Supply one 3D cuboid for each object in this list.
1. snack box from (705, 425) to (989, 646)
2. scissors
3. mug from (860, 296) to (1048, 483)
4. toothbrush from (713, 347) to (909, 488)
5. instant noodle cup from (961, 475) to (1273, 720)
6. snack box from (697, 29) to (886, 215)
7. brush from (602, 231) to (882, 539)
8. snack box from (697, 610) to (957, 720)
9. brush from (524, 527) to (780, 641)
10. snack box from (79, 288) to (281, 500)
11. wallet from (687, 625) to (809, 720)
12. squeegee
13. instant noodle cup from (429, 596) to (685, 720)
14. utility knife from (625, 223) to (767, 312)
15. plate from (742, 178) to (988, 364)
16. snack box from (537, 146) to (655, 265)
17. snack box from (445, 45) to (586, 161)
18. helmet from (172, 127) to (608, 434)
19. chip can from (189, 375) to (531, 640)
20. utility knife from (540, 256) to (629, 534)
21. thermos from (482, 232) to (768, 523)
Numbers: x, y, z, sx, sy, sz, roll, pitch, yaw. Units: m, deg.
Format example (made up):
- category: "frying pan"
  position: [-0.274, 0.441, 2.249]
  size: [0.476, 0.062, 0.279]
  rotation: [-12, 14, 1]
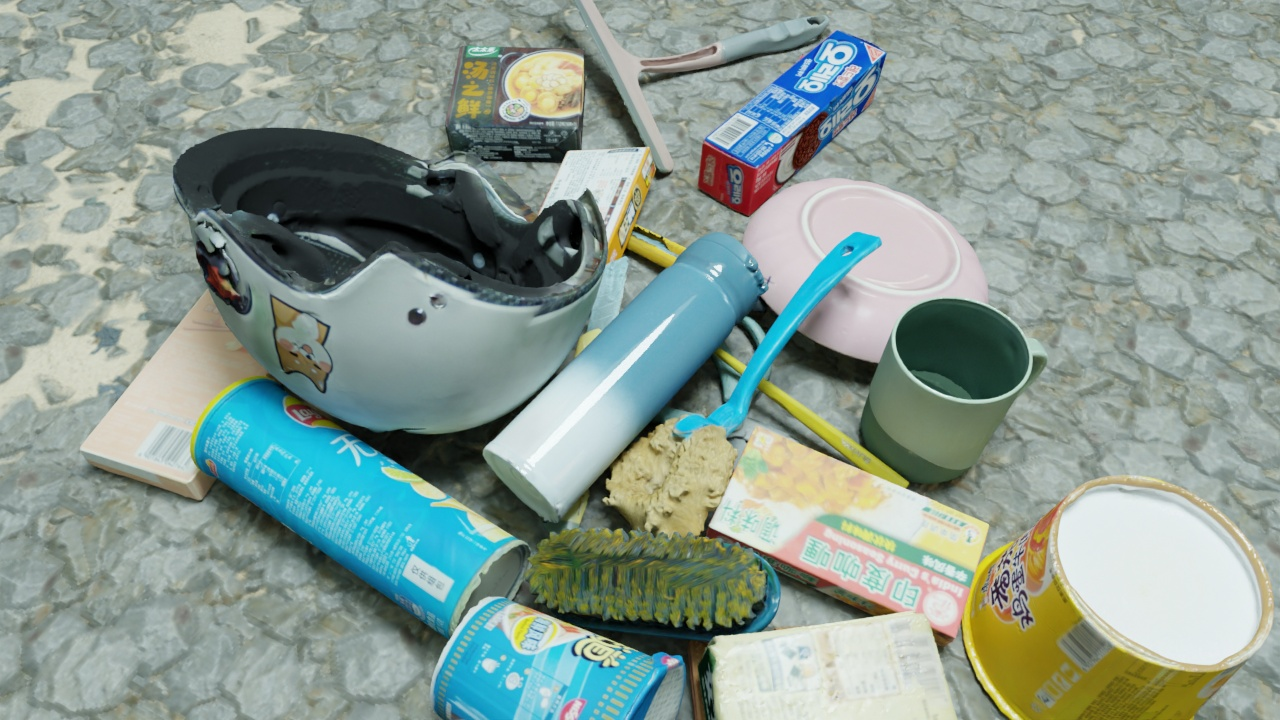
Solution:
- category: "snack box"
  position: [0.127, 0.106, 0.567]
  size: [0.156, 0.027, 0.076]
  rotation: [23, 63, 12]
- category: "scissors"
  position: [0.026, 0.025, 0.640]
  size: [0.181, 0.019, 0.170]
  rotation: [-8, 55, -9]
- category: "mug"
  position: [0.204, 0.020, 0.591]
  size: [0.111, 0.106, 0.082]
  rotation: [-13, 54, -11]
- category: "toothbrush"
  position: [0.096, 0.031, 0.619]
  size: [0.190, 0.016, 0.016]
  rotation: [37, 62, 17]
- category: "instant noodle cup"
  position: [0.261, 0.135, 0.505]
  size: [0.138, 0.110, 0.137]
  rotation: [1, 52, -1]
- category: "snack box"
  position: [0.134, -0.211, 0.793]
  size: [0.057, 0.058, 0.207]
  rotation: [34, 60, 22]
- category: "brush"
  position: [0.067, 0.013, 0.580]
  size: [0.254, 0.046, 0.083]
  rotation: [-51, 35, -7]
- category: "snack box"
  position: [0.104, 0.246, 0.423]
  size: [0.114, 0.063, 0.239]
  rotation: [-7, 64, -6]
- category: "brush"
  position: [0.010, 0.130, 0.522]
  size: [0.144, 0.073, 0.055]
  rotation: [-1, 63, 21]
- category: "snack box"
  position: [-0.298, 0.015, 0.633]
  size: [0.084, 0.026, 0.156]
  rotation: [15, 54, 10]
- category: "wallet"
  position: [0.095, 0.200, 0.503]
  size: [0.132, 0.031, 0.107]
  rotation: [-1, 55, -4]
- category: "squeegee"
  position: [0.070, -0.294, 0.867]
  size: [0.249, 0.040, 0.247]
  rotation: [-18, 71, -21]
- category: "instant noodle cup"
  position: [-0.046, 0.178, 0.482]
  size: [0.110, 0.099, 0.099]
  rotation: [20, 55, 24]
- category: "utility knife"
  position: [0.029, -0.078, 0.707]
  size: [0.171, 0.015, 0.033]
  rotation: [29, 43, 28]
- category: "plate"
  position: [0.174, -0.079, 0.687]
  size: [0.192, 0.039, 0.192]
  rotation: [7, 48, -8]
- category: "snack box"
  position: [-0.043, -0.111, 0.722]
  size: [0.075, 0.026, 0.153]
  rotation: [2, 51, 22]
- category: "snack box"
  position: [-0.107, -0.233, 0.814]
  size: [0.113, 0.053, 0.125]
  rotation: [1, 58, -1]
- category: "helmet"
  position: [-0.160, -0.043, 0.594]
  size: [0.274, 0.157, 0.229]
  rotation: [19, 27, 20]
- category: "chip can"
  position: [-0.171, 0.087, 0.555]
  size: [0.210, 0.071, 0.071]
  rotation: [28, 57, 18]
- category: "utility knife"
  position: [-0.035, 0.019, 0.618]
  size: [0.031, 0.022, 0.212]
  rotation: [8, 71, 7]
- category: "thermos"
  position: [-0.003, 0.003, 0.589]
  size: [0.070, 0.070, 0.220]
  rotation: [34, 66, 22]
